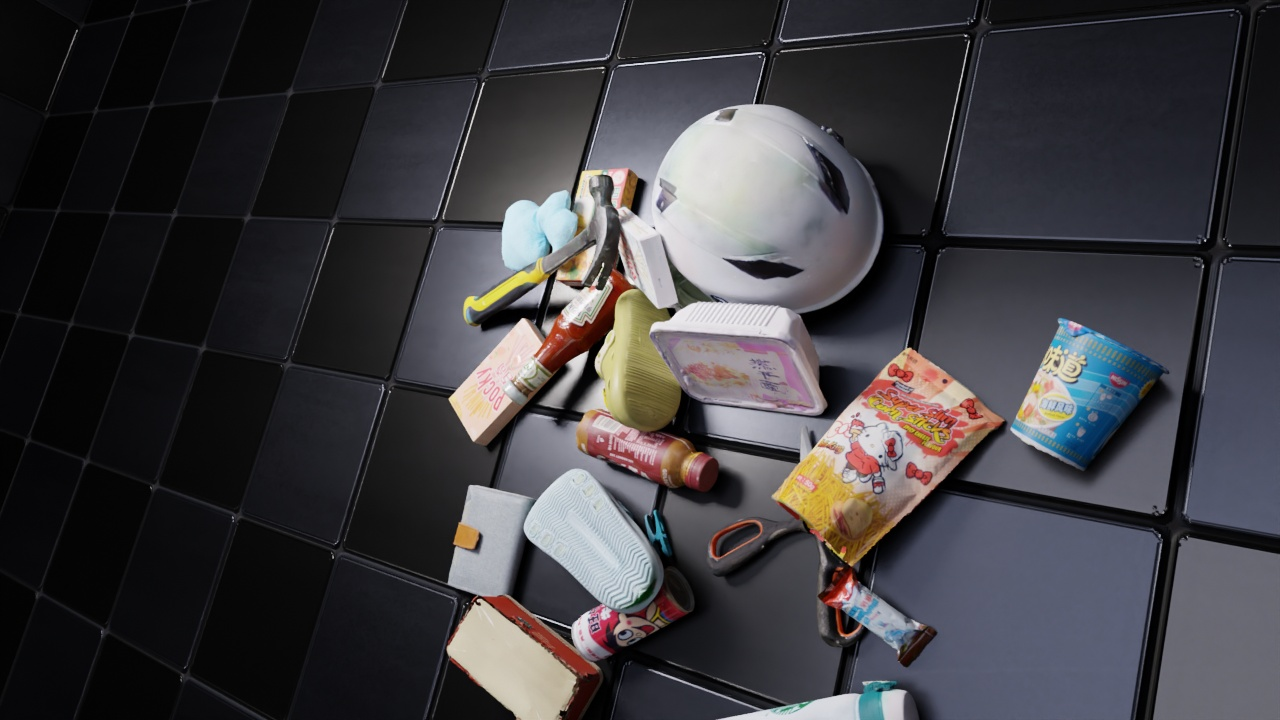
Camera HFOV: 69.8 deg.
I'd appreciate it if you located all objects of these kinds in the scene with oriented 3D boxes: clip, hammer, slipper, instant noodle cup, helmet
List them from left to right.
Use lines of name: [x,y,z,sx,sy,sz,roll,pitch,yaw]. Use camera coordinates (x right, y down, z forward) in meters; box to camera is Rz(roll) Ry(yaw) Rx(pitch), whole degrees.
hammer: [-0.132,-0.109,1.159,0.324,0.031,0.126,-25,64,45]
slipper: [-0.045,0.203,1.030,0.104,0.074,0.245,-53,37,-4]
slipper: [-0.006,0.006,1.069,0.082,0.091,0.190,-41,37,44]
clip: [0.019,0.196,1.030,0.046,0.014,0.057,-29,61,24]
instant noodle cup: [0.111,-0.009,0.979,0.174,0.138,0.060,4,55,33]
helmet: [0.118,-0.172,0.977,0.259,0.145,0.229,40,97,35]
instant noodle cup: [0.385,0.033,0.807,0.099,0.099,0.110,35,103,36]

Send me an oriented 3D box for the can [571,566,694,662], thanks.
can: [-0.009,0.277,0.997,0.133,0.053,0.053,-34,59,19]

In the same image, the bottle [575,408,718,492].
bottle: [0.007,0.104,1.042,0.175,0.057,0.057,17,84,36]

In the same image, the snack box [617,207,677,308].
snack box: [0.001,-0.122,1.067,0.027,0.085,0.156,-21,24,-8]

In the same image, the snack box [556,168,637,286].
snack box: [-0.056,-0.173,1.196,0.077,0.027,0.155,5,77,34]

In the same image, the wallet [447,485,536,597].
wallet: [-0.190,0.225,1.142,0.107,0.037,0.129,7,79,33]

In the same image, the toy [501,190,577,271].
toy: [-0.141,-0.169,1.229,0.157,0.049,0.161,-45,48,28]

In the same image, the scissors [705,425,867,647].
scissors: [0.172,0.180,0.931,0.231,0.021,0.220,-32,60,18]

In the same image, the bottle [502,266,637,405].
bottle: [-0.089,-0.028,1.133,0.206,0.060,0.060,-45,55,2]

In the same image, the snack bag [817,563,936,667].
snack bag: [0.222,0.240,0.865,0.104,0.026,0.048,39,95,16]

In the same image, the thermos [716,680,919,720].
thermos: [0.149,0.354,0.861,0.225,0.073,0.073,-22,63,25]

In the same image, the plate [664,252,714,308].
plate: [0.119,-0.152,1.077,0.231,0.027,0.230,-11,69,29]

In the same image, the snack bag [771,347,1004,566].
snack bag: [0.234,0.092,0.893,0.207,0.073,0.128,-45,54,-4]

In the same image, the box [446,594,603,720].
box: [-0.136,0.342,1.028,0.168,0.077,0.091,30,91,28]

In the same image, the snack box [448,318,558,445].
snack box: [-0.179,0.029,1.208,0.157,0.026,0.084,-46,56,11]
